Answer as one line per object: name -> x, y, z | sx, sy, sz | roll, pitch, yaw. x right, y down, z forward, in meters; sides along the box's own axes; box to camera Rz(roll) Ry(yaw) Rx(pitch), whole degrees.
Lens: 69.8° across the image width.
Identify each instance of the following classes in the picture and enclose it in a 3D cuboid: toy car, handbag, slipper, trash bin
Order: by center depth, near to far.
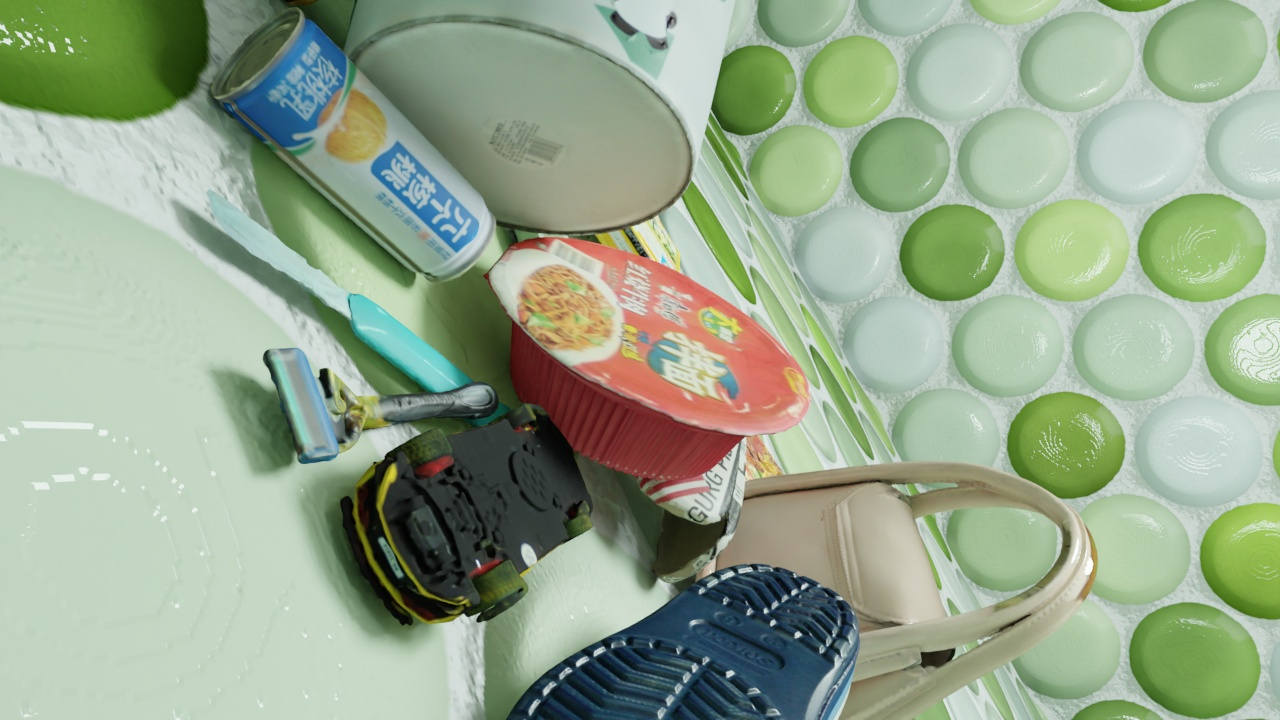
slipper -> 0.020, 0.164, 0.378 | 0.252, 0.105, 0.095 | -25, 127, -61
toy car -> -0.062, 0.060, 0.384 | 0.071, 0.041, 0.155 | 61, 17, 3
trash bin -> -0.046, -0.224, 0.509 | 0.229, 0.230, 0.251 | 39, 54, -52
handbag -> 0.150, 0.132, 0.557 | 0.093, 0.234, 0.193 | 63, 16, -21

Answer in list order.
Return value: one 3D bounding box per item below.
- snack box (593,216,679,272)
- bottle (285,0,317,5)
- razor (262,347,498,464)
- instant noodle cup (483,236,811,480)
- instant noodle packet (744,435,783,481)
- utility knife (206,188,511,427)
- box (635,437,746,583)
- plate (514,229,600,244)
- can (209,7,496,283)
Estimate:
snack box -> -0.001, -0.101, 0.779 | 0.087, 0.034, 0.140 | 56, 16, -18
bottle -> -0.215, -0.258, 0.444 | 0.175, 0.057, 0.057 | 45, 22, -42
razor -> -0.100, 0.018, 0.376 | 0.042, 0.022, 0.142 | 68, 19, 8
instant noodle cup -> -0.003, 0.003, 0.525 | 0.194, 0.066, 0.193 | 22, 26, -11
instant noodle packet -> 0.074, 0.096, 0.721 | 0.111, 0.044, 0.128 | 50, 27, -16
utility knife -> -0.106, -0.004, 0.415 | 0.222, 0.013, 0.029 | 47, 22, -46
box -> 0.028, 0.062, 0.593 | 0.087, 0.076, 0.162 | 52, 25, -14
plate -> -0.028, -0.047, 0.708 | 0.230, 0.027, 0.229 | 52, 18, -25
can -> -0.128, -0.095, 0.432 | 0.134, 0.053, 0.053 | 46, 21, -42
